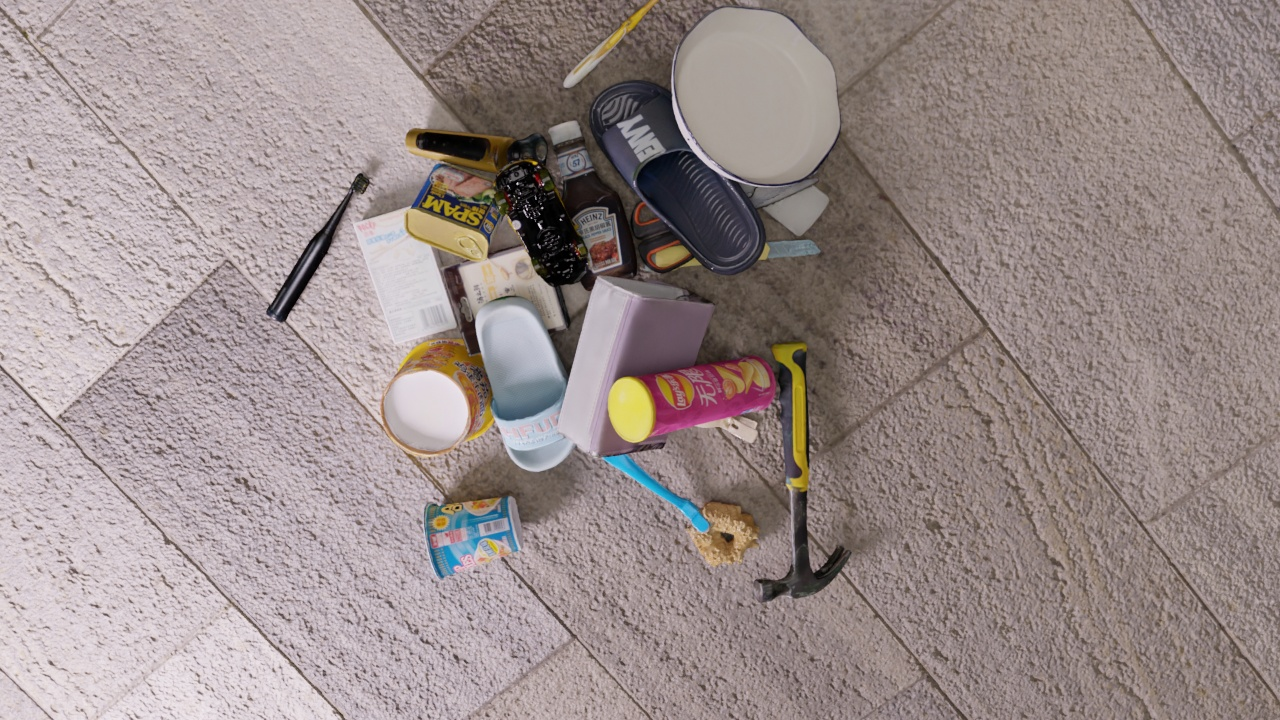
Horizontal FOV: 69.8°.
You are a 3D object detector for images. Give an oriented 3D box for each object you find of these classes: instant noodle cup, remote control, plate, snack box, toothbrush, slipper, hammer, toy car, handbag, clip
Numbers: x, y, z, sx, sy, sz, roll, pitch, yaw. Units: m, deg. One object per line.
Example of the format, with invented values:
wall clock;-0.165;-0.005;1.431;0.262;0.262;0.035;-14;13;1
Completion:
instant noodle cup;-0.247;0.049;1.114;0.138;0.109;0.138;1;101;3
instant noodle cup;-0.209;0.217;1.162;0.110;0.099;0.099;-13;102;-2
remote control;0.148;-0.212;1.079;0.150;0.021;0.058;38;110;-5
plate;0.124;-0.287;1.014;0.204;0.046;0.204;2;83;-21
snack box;-0.160;-0.078;1.110;0.126;0.053;0.113;-14;102;6
toothbrush;-0.018;-0.381;1.053;0.191;0.018;0.016;-41;96;10
slipper;0.042;-0.214;1.036;0.111;0.083;0.268;-39;84;10
toothbrush;-0.393;-0.138;1.123;0.027;0.026;0.213;38;101;7
hammer;0.196;0.138;1.140;0.126;0.032;0.323;-6;98;-16
toy car;-0.112;-0.155;1.051;0.071;0.041;0.156;-26;113;4
handbag;-0.006;0.006;1.085;0.144;0.098;0.197;5;108;-41
snack box;-0.285;-0.105;1.124;0.085;0.026;0.157;-15;101;6
slipper;-0.133;0.037;1.097;0.104;0.074;0.246;-13;123;-1
clip;0.099;0.070;1.138;0.100;0.071;0.035;21;101;4

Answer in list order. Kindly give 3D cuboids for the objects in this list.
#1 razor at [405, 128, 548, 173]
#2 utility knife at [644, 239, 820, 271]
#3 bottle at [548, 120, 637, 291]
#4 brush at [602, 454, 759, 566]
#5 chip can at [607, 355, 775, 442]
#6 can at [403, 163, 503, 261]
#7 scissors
razor;-0.193;-0.245;1.073;0.167;0.067;0.062;11;94;7
utility knife;0.109;-0.128;1.102;0.211;0.022;0.031;-3;103;11
bottle;-0.062;-0.184;1.087;0.080;0.044;0.195;-16;100;5
brush;0.043;0.174;1.155;0.254;0.045;0.083;37;103;-11
chip can;0.064;0.040;1.051;0.071;0.210;0.071;11;105;46
can;-0.212;-0.175;1.071;0.102;0.057;0.083;20;58;-2
scissors;0.103;-0.162;1.077;0.235;0.021;0.142;3;94;13
